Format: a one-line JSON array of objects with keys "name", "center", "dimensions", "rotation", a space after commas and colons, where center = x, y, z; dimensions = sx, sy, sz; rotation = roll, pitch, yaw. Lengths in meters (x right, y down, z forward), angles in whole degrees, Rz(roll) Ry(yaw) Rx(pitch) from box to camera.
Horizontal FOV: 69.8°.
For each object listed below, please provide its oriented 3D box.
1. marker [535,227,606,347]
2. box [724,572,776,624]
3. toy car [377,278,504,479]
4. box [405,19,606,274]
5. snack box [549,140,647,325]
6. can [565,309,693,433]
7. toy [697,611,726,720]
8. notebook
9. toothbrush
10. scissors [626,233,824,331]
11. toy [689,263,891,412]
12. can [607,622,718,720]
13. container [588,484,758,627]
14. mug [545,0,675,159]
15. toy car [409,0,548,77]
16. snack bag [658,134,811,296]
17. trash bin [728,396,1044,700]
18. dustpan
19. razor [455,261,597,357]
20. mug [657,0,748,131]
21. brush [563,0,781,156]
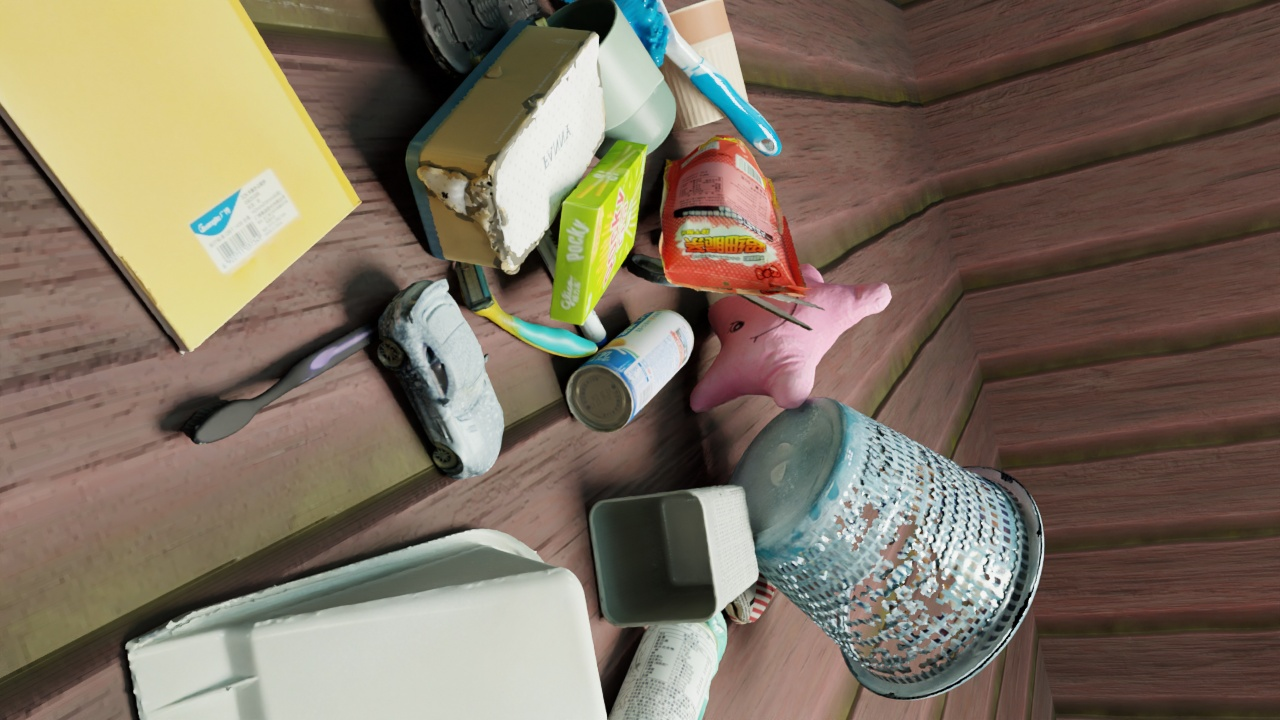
[{"name": "marker", "center": [-0.061, -0.070, 0.666], "dimensions": [0.146, 0.017, 0.016], "rotation": [62, 32, -28]}, {"name": "box", "center": [0.115, 0.181, 0.865], "dimensions": [0.163, 0.056, 0.070], "rotation": [-53, 141, -55]}, {"name": "toy car", "center": [-0.108, 0.012, 0.523], "dimensions": [0.054, 0.037, 0.121], "rotation": [-60, 139, -53]}, {"name": "box", "center": [-0.074, -0.142, 0.579], "dimensions": [0.090, 0.060, 0.183], "rotation": [87, 20, -44]}, {"name": "snack box", "center": [-0.027, -0.095, 0.651], "dimensions": [0.156, 0.026, 0.086], "rotation": [-65, 167, -60]}, {"name": "can", "center": [-0.004, 0.004, 0.704], "dimensions": [0.134, 0.053, 0.053], "rotation": [-43, 118, -58]}, {"name": "toy", "center": [0.051, 0.234, 0.743], "dimensions": [0.091, 0.030, 0.097], "rotation": [-59, 151, -56]}, {"name": "notebook", "center": [-0.216, -0.127, 0.404], "dimensions": [0.206, 0.010, 0.145], "rotation": [63, 31, -27]}, {"name": "toothbrush", "center": [-0.159, -0.002, 0.466], "dimensions": [0.188, 0.017, 0.014], "rotation": [-49, 134, -60]}, {"name": "scissors", "center": [0.069, -0.070, 0.790], "dimensions": [0.159, 0.178, 0.014], "rotation": [-3, 123, -29]}, {"name": "toy", "center": [0.115, -0.021, 0.846], "dimensions": [0.194, 0.179, 0.074], "rotation": [-46, 125, -16]}, {"name": "can", "center": [0.010, 0.246, 0.637], "dimensions": [0.058, 0.058, 0.146], "rotation": [66, 30, -23]}, {"name": "container", "center": [0.031, 0.140, 0.686], "dimensions": [0.114, 0.090, 0.090], "rotation": [4, 77, -64]}, {"name": "mug", "center": [-0.032, -0.221, 0.719], "dimensions": [0.106, 0.082, 0.111], "rotation": [45, 12, -46]}, {"name": "toy car", "center": [-0.108, -0.235, 0.608], "dimensions": [0.070, 0.042, 0.157], "rotation": [68, 28, -24]}, {"name": "snack bag", "center": [0.076, -0.123, 0.815], "dimensions": [0.207, 0.128, 0.073], "rotation": [-90, -167, -51]}, {"name": "trash bin", "center": [0.186, 0.141, 0.787], "dimensions": [0.195, 0.227, 0.225], "rotation": [35, 44, -17]}, {"name": "dustpan", "center": [-0.111, 0.204, 0.482], "dimensions": [0.257, 0.143, 0.222], "rotation": [-10, 89, -33]}, {"name": "razor", "center": [-0.073, -0.026, 0.613], "dimensions": [0.132, 0.028, 0.043], "rotation": [30, 28, -52]}, {"name": "mug", "center": [0.052, -0.289, 0.903], "dimensions": [0.114, 0.081, 0.106], "rotation": [-112, -177, -73]}, {"name": "brush", "center": [0.022, -0.272, 0.786], "dimensions": [0.314, 0.061, 0.109], "rotation": [45, 31, -22]}]
